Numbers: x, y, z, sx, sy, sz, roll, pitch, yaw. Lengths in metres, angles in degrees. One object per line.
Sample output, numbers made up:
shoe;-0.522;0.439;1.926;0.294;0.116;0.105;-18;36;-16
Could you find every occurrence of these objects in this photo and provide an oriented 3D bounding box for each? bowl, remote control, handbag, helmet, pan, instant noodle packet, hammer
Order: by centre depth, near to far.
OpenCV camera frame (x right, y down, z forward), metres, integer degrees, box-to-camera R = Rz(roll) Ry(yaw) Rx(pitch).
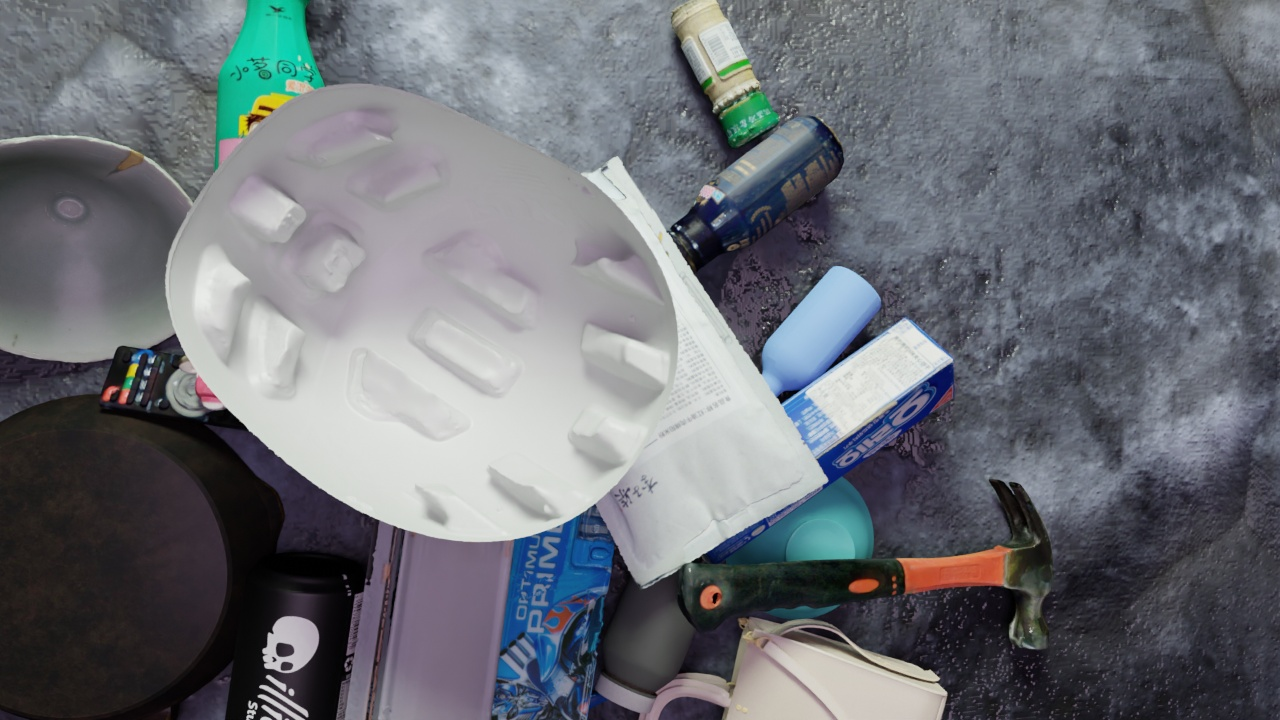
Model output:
helmet;-0.112;-0.022;0.538;0.282;0.184;0.224;24;84;21
bowl;-0.368;-0.083;0.593;0.174;0.067;0.174;-13;136;-13
pan;-0.352;0.199;0.618;0.248;0.043;0.356;-17;94;-8
remote control;-0.290;0.024;0.631;0.140;0.021;0.045;11;63;-13
instant noodle packet;-0.004;0.004;0.635;0.147;0.057;0.269;-31;83;6
hammer;0.175;0.158;0.666;0.332;0.033;0.133;1;91;-26
handbag;0.097;0.284;0.675;0.198;0.101;0.194;19;87;2
bowl;0.128;0.142;0.693;0.121;0.046;0.121;0;91;-9

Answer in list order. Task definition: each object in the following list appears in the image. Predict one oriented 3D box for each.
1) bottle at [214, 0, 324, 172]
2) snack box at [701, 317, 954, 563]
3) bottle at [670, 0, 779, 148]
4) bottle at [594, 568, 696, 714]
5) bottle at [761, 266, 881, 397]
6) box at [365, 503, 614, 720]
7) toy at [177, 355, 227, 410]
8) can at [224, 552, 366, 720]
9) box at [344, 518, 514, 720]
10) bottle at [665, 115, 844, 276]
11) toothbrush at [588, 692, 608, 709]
bottle;-0.247;-0.176;0.616;0.068;0.068;0.209;3;91;-9
snack box;0.124;0.060;0.672;0.226;0.059;0.059;-35;53;-4
bottle;0.061;-0.214;0.678;0.042;0.043;0.110;-29;94;-8
bottle;0.008;0.194;0.663;0.060;0.060;0.108;25;80;-9
bottle;0.121;-0.008;0.688;0.048;0.048;0.131;43;85;-8
box;-0.109;0.176;0.641;0.174;0.064;0.243;10;87;-5
toy;-0.275;-0.019;0.618;0.065;0.050;0.102;1;98;-22
can;-0.233;0.209;0.619;0.080;0.080;0.146;8;90;-9
box;-0.138;0.190;0.596;0.108;0.095;0.216;7;87;3
bottle;0.075;-0.115;0.674;0.160;0.056;0.056;-38;97;-7
toothbrush;-0.048;0.258;0.684;0.132;0.016;0.021;-20;94;-6
